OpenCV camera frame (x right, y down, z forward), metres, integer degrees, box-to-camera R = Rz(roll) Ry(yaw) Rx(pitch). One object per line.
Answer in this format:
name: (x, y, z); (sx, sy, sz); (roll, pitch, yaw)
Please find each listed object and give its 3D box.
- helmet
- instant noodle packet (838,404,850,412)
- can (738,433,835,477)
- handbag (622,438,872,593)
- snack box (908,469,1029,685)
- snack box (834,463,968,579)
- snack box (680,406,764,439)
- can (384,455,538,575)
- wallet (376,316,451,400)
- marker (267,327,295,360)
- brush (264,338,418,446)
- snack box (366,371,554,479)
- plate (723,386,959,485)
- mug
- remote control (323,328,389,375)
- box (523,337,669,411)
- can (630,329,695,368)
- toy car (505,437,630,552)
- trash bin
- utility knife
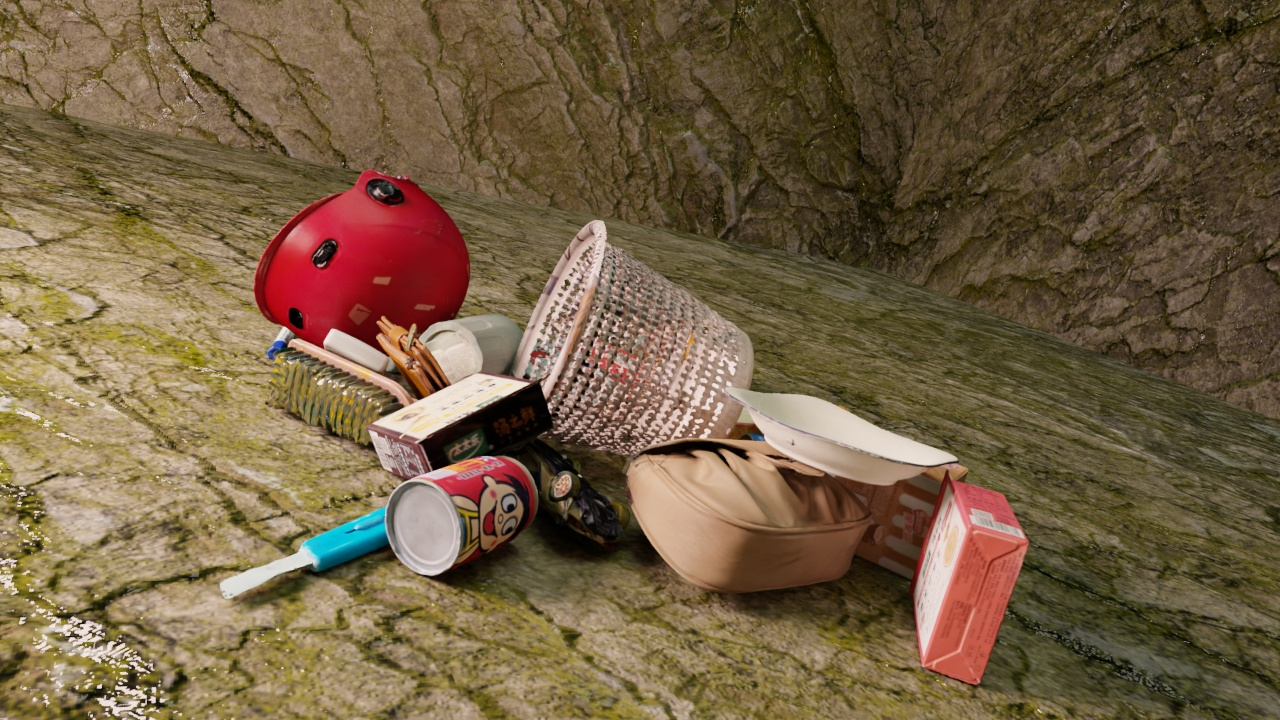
helmet: (-0.274, -0.083, 0.979); (0.144, 0.207, 0.239); (35, 22, 9)
instant noodle packet: (0.205, 0.088, 1.028); (0.128, 0.044, 0.110); (5, 37, -30)
can: (0.164, 0.109, 0.924); (0.134, 0.053, 0.053); (9, 15, -17)
handbag: (0.090, 0.113, 0.736); (0.204, 0.100, 0.148); (7, 20, -47)
snack box: (0.242, 0.157, 0.689); (0.044, 0.113, 0.127); (15, 14, 9)
snack box: (0.228, 0.128, 0.829); (0.094, 0.093, 0.076); (22, 16, 30)
snack box: (0.131, 0.073, 1.085); (0.155, 0.027, 0.077); (6, 17, -27)
can: (-0.122, 0.105, 0.641); (0.066, 0.066, 0.093); (21, 16, 24)
wallet: (-0.200, 0.013, 0.838); (0.035, 0.119, 0.131); (-35, 30, -18)
marker: (-0.386, -0.028, 1.001); (0.017, 0.017, 0.145); (10, 15, -15)
brush: (-0.253, 0.032, 0.805); (0.146, 0.063, 0.073); (20, 13, 18)
snack box: (-0.139, 0.050, 0.726); (0.113, 0.053, 0.126); (-28, 21, -32)
plate: (0.160, 0.065, 0.748); (0.164, 0.034, 0.163); (24, 11, 41)
mug: (-0.196, -0.003, 0.969); (0.124, 0.083, 0.103); (-5, 5, 18)
remote control: (-0.269, -0.002, 0.870); (0.058, 0.021, 0.150); (30, -13, -13)
box: (-0.061, 0.014, 1.101); (0.160, 0.050, 0.201); (1, 18, -28)
can: (0.063, -0.009, 1.228); (0.146, 0.058, 0.058); (9, 12, 21)
toy car: (-0.064, 0.100, 0.741); (0.070, 0.042, 0.158); (38, 0, -34)
trash bin: (-0.006, 0.005, 0.892); (0.192, 0.228, 0.227); (23, 11, -17)
utility knife: (-0.193, 0.120, 0.616); (0.034, 0.018, 0.207); (21, 17, 23)
